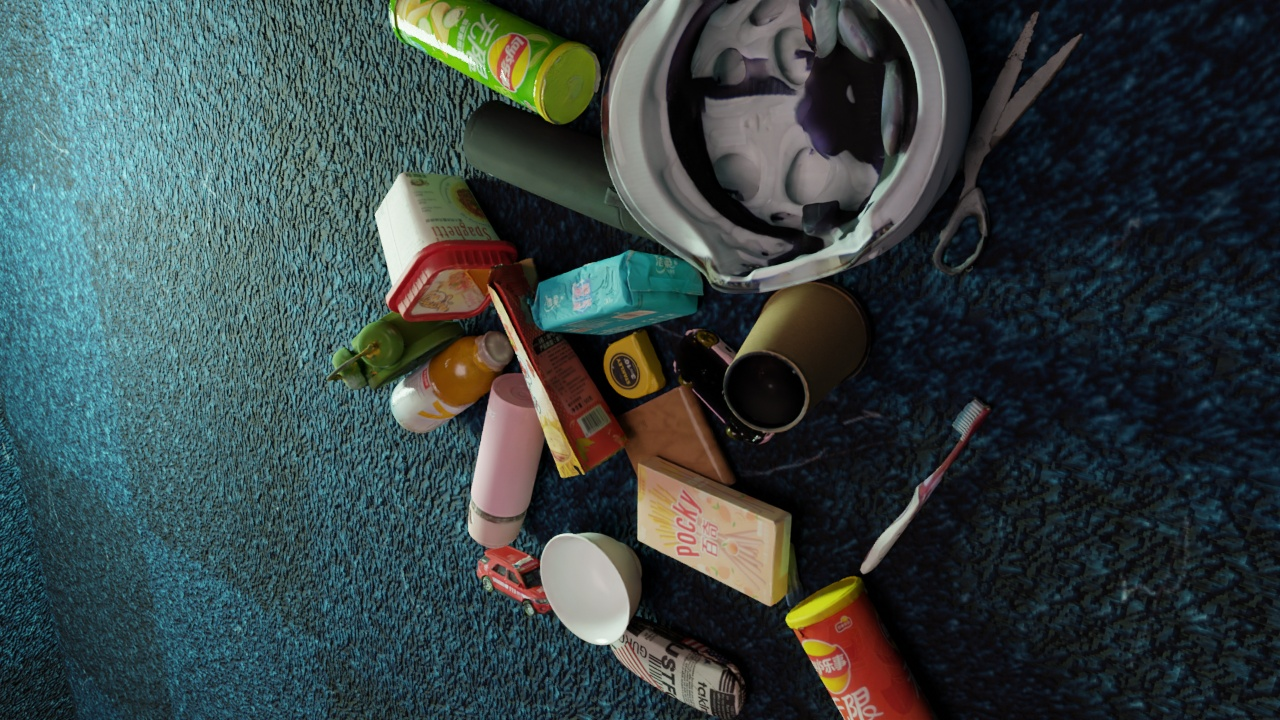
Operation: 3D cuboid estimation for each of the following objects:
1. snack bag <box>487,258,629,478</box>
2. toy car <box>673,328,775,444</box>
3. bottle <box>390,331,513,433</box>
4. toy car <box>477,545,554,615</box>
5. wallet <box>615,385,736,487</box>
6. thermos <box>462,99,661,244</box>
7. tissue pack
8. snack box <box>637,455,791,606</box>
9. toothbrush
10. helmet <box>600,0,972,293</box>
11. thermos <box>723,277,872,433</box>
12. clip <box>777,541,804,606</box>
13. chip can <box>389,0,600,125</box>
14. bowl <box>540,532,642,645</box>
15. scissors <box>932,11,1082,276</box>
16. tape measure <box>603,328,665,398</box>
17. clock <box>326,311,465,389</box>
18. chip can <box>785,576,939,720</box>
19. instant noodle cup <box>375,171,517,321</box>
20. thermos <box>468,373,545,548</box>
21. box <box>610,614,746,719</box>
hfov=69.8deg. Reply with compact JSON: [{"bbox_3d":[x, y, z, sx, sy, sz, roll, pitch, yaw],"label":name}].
[{"bbox_3d":[-0.084,0.003,0.866,0.073,0.128,0.208,-23,95,11],"label":"snack bag"},{"bbox_3d":[0.076,0.020,0.785,0.122,0.037,0.056,47,127,35],"label":"toy car"},{"bbox_3d":[-0.204,0.022,1.001,0.190,0.067,0.068,-31,84,42],"label":"bottle"},{"bbox_3d":[-0.132,0.244,1.027,0.121,0.052,0.045,19,114,36],"label":"toy car"},{"bbox_3d":[0.028,0.083,0.859,0.116,0.020,0.101,-30,84,45],"label":"wallet"},{"bbox_3d":[-0.056,-0.165,0.796,0.243,0.089,0.068,27,105,31],"label":"thermos"},{"bbox_3d":[-0.023,-0.056,0.799,0.134,0.093,0.050,-13,80,41],"label":"tissue pack"},{"bbox_3d":[0.062,0.149,0.818,0.157,0.026,0.084,18,118,39],"label":"snack box"},{"bbox_3d":[0.214,0.102,0.708,0.017,0.016,0.188,46,129,29],"label":"toothbrush"},{"bbox_3d":[0.107,-0.168,0.618,0.259,0.145,0.229,-2,102,49],"label":"helmet"},{"bbox_3d":[0.114,-0.004,0.680,0.093,0.142,0.093,11,116,24],"label":"thermos"},{"bbox_3d":[0.129,0.185,0.805,0.038,0.026,0.058,-1,101,48],"label":"clip"},{"bbox_3d":[-0.139,-0.288,0.835,0.221,0.072,0.073,34,124,28],"label":"chip can"},{"bbox_3d":[-0.038,0.219,0.929,0.118,0.064,0.118,15,115,36],"label":"bowl"},{"bbox_3d":[0.221,-0.141,0.619,0.163,0.014,0.165,-4,102,40],"label":"scissors"},{"bbox_3d":[-0.005,0.005,0.852,0.057,0.028,0.060,-23,91,42],"label":"tape measure"},{"bbox_3d":[-0.262,-0.015,0.978,0.116,0.160,0.056,-32,93,42],"label":"clock"},{"bbox_3d":[0.201,0.288,0.746,0.073,0.073,0.216,-34,82,42],"label":"chip can"},{"bbox_3d":[-0.205,-0.118,0.931,0.117,0.116,0.124,-42,65,40],"label":"instant noodle cup"},{"bbox_3d":[-0.145,0.106,0.989,0.087,0.067,0.199,-118,36,-50],"label":"thermos"},{"bbox_3d":[0.031,0.304,0.913,0.164,0.051,0.068,12,131,37],"label":"box"}]
